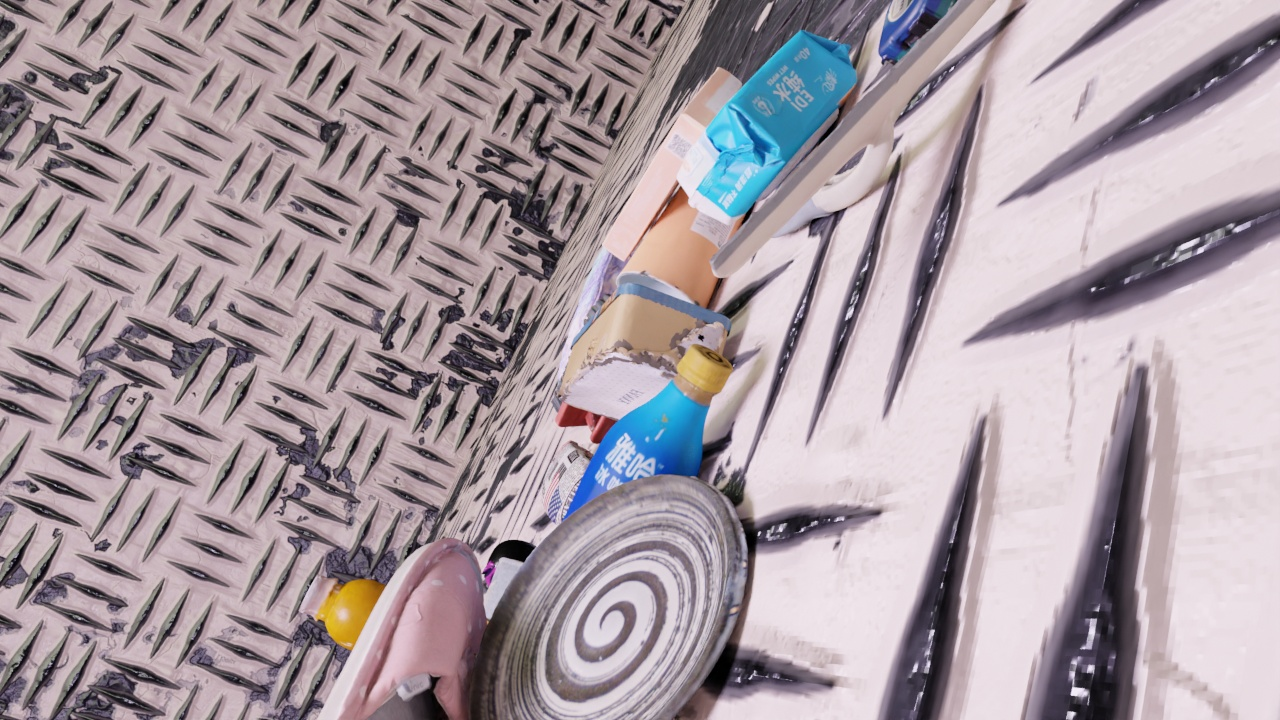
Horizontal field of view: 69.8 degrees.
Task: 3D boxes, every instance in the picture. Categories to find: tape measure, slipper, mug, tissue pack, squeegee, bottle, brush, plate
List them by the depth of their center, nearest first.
[{"bbox_3d":[-0.016,0.137,0.478,0.180,0.024,0.179,-33,29,21],"label":"plate"},{"bbox_3d":[-0.121,0.190,0.507,0.273,0.054,0.114,-70,-23,-71],"label":"slipper"},{"bbox_3d":[0.110,-0.104,0.543,0.246,0.039,0.247,-47,1,-10],"label":"squeegee"},{"bbox_3d":[0.169,-0.211,0.549,0.055,0.025,0.058,-40,30,61],"label":"tape measure"},{"bbox_3d":[-0.010,0.087,0.579,0.219,0.065,0.065,-61,11,17],"label":"bottle"},{"bbox_3d":[0.092,-0.164,0.648,0.139,0.063,0.090,-49,0,-33],"label":"tissue pack"},{"bbox_3d":[0.042,-0.099,0.767,0.122,0.078,0.078,-62,10,-17],"label":"mug"},{"bbox_3d":[-0.115,0.196,0.845,0.039,0.057,0.058,-72,-3,-51],"label":"tape measure"},{"bbox_3d":[-0.029,0.007,0.856,0.069,0.063,0.146,52,130,39],"label":"brush"},{"bbox_3d":[-0.222,0.253,0.858,0.068,0.189,0.068,-59,12,21],"label":"bottle"}]

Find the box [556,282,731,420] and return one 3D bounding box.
[{"bbox_3d":[-0.004,0.004,0.691,0.185,0.089,0.059,149,140,-68],"label":"box"}]

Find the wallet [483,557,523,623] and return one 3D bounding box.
[{"bbox_3d":[-0.101,0.218,0.695,0.107,0.037,0.129,1,62,48],"label":"wallet"}]

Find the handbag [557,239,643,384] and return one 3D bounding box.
[{"bbox_3d":[-0.030,-0.050,0.985,0.193,0.075,0.134,-77,13,-55],"label":"handbag"}]

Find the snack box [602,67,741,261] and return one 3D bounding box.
[{"bbox_3d":[0.024,-0.157,0.752,0.158,0.026,0.084,-52,4,48],"label":"snack box"}]

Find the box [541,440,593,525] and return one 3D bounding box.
[{"bbox_3d":[-0.058,0.114,0.835,0.164,0.057,0.071,-150,69,-80],"label":"box"}]
